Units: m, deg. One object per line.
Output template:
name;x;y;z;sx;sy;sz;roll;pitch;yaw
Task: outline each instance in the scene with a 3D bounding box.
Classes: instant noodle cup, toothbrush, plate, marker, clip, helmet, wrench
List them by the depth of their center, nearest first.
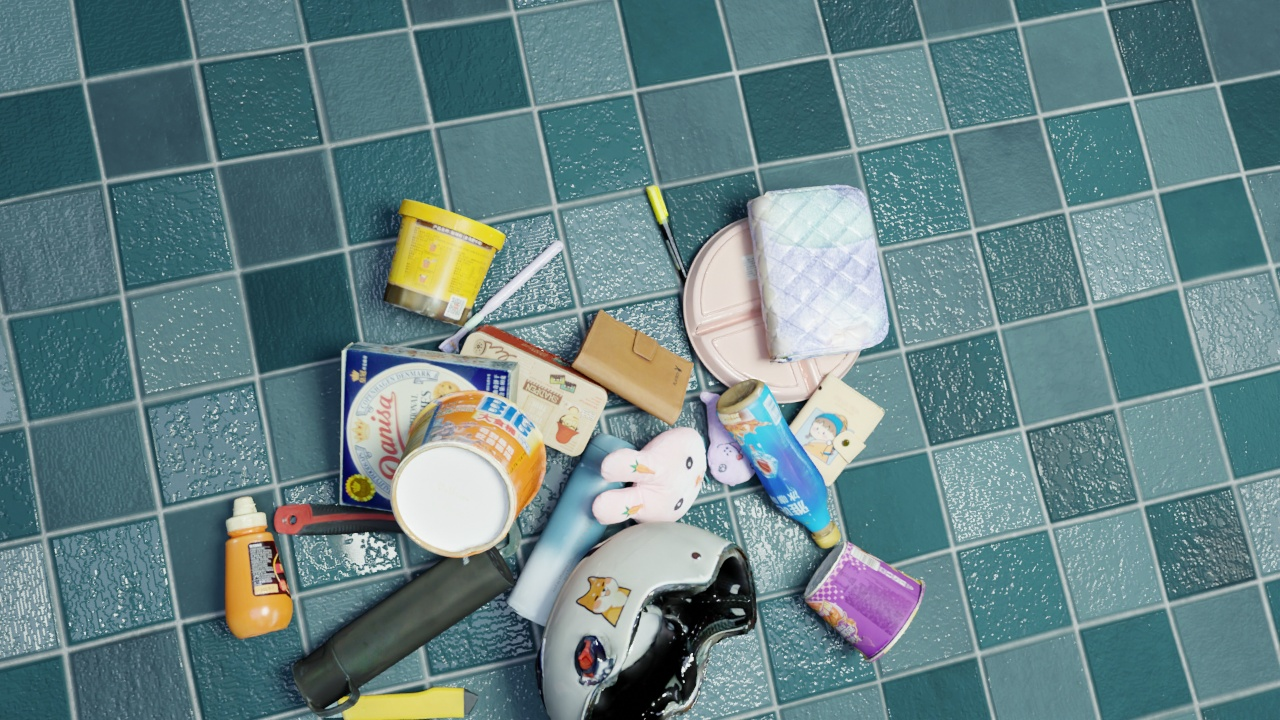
instant noodle cup;-0.175;0.117;0.915;0.151;0.111;0.151;1;107;2
helmet;-0.012;0.279;0.962;0.157;0.230;0.274;34;83;34
instant noodle cup;-0.223;-0.105;1.018;0.118;0.118;0.114;18;90;-4
instant noodle cup;0.246;0.265;1.031;0.099;0.111;0.111;35;82;8
wrench;-0.270;0.185;1.031;0.273;0.016;0.056;6;83;-5
toothbrush;-0.159;-0.074;1.066;0.189;0.029;0.021;-45;52;-9
clip;0.074;0.117;1.072;0.047;0.014;0.057;-23;88;-9
plate;0.165;-0.065;1.083;0.229;0.028;0.229;1;82;-9
marker;0.034;-0.150;1.092;0.015;0.018;0.124;-20;87;-6

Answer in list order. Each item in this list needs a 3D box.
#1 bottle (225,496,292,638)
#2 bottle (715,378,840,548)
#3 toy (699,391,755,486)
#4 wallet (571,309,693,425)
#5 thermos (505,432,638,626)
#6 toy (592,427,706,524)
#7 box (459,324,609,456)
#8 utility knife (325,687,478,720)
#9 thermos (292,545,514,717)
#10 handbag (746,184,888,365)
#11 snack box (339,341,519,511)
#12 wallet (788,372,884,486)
bottle;-0.420;0.221;0.993;0.066;0.067;0.149;-12;78;-7
bottle;0.163;0.122;1.038;0.065;0.065;0.219;-36;108;-8
toy;0.107;0.092;1.064;0.083;0.039;0.108;3;77;-24
wallet;-0.006;0.006;1.038;0.132;0.107;0.031;32;126;-8
thermos;-0.072;0.186;1.023;0.070;0.070;0.220;27;84;-2
toy;0.014;0.133;1.005;0.159;0.054;0.121;-6;114;-45
box;-0.125;0.032;1.034;0.168;0.075;0.091;25;101;-2
utility knife;-0.269;0.379;1.011;0.181;0.015;0.033;0;80;-5
thermos;-0.250;0.289;0.983;0.242;0.090;0.068;-35;132;-4
handbag;0.198;-0.096;1.041;0.134;0.076;0.193;-6;82;-7
snack box;-0.229;0.080;0.989;0.182;0.045;0.178;7;107;1
wallet;0.221;0.083;1.072;0.087;0.024;0.115;35;100;-3
